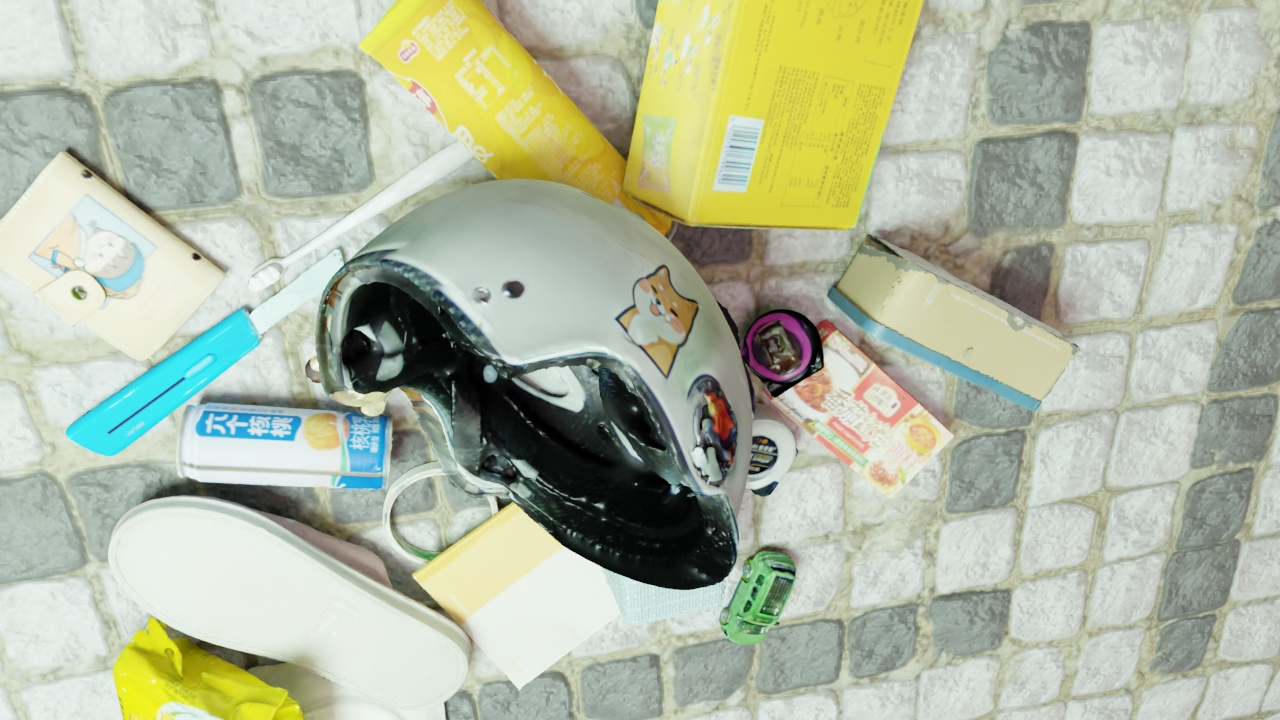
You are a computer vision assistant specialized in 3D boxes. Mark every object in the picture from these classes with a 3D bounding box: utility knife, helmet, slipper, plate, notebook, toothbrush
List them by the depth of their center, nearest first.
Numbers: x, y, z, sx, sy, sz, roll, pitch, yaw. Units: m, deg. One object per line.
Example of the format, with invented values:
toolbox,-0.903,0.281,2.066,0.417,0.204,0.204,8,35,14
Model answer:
helmet,-0.037,0.000,0.533,0.274,0.231,0.156,42,60,-26
toothbrush,-0.178,-0.095,0.594,0.180,0.016,0.016,-32,118,2
utility knife,-0.284,-0.006,0.610,0.218,0.018,0.034,-36,115,3
slipper,-0.248,0.176,0.677,0.274,0.054,0.114,32,103,-20
notebook,-0.052,0.155,0.726,0.206,0.010,0.146,-35,116,-3
plate,-0.241,0.311,0.750,0.164,0.034,0.164,-9,114,-9

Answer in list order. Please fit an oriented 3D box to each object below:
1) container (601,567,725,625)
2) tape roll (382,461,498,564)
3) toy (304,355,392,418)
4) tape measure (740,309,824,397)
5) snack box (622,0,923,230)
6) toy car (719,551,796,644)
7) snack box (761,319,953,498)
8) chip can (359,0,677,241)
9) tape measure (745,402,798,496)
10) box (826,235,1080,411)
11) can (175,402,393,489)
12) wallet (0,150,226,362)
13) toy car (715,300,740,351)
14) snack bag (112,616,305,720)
container,0.014,0.125,0.683,0.090,0.090,0.112,-9,116,-15
tape roll,-0.151,0.117,0.695,0.085,0.014,0.086,-5,114,-11
toy,-0.147,-0.030,0.610,0.157,0.066,0.105,-42,127,-1
tape measure,0.104,-0.009,0.672,0.057,0.039,0.058,-31,79,14
snack box,0.087,-0.188,0.553,0.157,0.070,0.210,-6,117,-39
toy car,0.101,0.205,0.781,0.043,0.036,0.091,14,113,-19
snack box,0.174,0.041,0.729,0.153,0.025,0.075,38,101,-24
chip can,-0.069,-0.140,0.569,0.072,0.072,0.213,-43,115,7
tape measure,0.087,0.068,0.717,0.065,0.033,0.066,26,108,-24
box,0.225,-0.030,0.676,0.184,0.089,0.062,21,108,-18
can,-0.240,0.059,0.628,0.134,0.053,0.053,5,112,-15
wallet,-0.335,-0.060,0.573,0.087,0.024,0.115,-46,116,3
toy car,-0.004,0.004,0.665,0.156,0.041,0.071,-22,116,-1
snack bag,-0.303,0.316,0.686,0.158,0.068,0.247,14,118,26
